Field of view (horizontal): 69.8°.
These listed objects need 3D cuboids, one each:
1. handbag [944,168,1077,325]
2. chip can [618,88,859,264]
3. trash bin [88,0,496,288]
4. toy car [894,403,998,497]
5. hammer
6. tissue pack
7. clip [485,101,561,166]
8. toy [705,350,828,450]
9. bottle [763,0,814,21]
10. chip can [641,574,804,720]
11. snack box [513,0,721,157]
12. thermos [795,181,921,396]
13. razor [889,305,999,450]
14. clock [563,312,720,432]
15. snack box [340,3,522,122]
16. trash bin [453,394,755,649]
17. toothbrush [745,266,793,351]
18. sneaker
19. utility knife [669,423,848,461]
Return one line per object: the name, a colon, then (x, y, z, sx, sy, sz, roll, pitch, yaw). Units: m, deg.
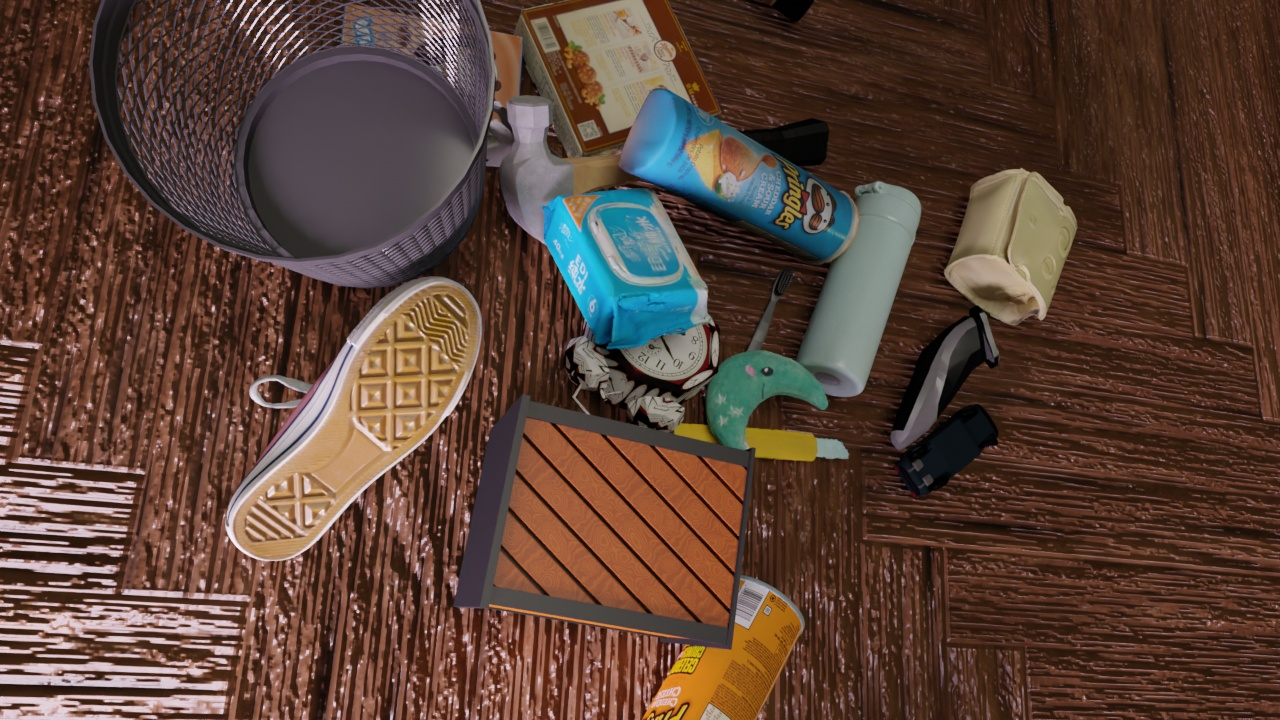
handbag: (0.370, -0.113, 0.905, 0.111, 0.081, 0.119, 35, 65, -20)
chip can: (0.087, -0.151, 0.781, 0.229, 0.080, 0.079, 19, 69, -37)
trash bin: (-0.205, -0.157, 0.623, 0.217, 0.227, 0.217, 0, 87, -7)
toy car: (0.284, 0.083, 0.849, 0.112, 0.034, 0.046, -32, 87, -22)
hammer: (0.033, -0.175, 0.809, 0.327, 0.039, 0.131, -15, 121, -28)
tissue pack: (-0.010, -0.076, 0.718, 0.092, 0.062, 0.144, -11, 61, -31)
clip: (-0.114, -0.191, 0.781, 0.058, 0.101, 0.050, 7, 78, 28)
toy: (0.101, 0.030, 0.787, 0.105, 0.033, 0.085, -32, 70, -14)
bottle: (0.096, -0.409, 0.903, 0.181, 0.059, 0.059, 31, 69, -8)
chip can: (0.043, 0.267, 0.678, 0.075, 0.075, 0.214, 41, 56, -4)
snack box: (-0.021, -0.261, 0.835, 0.146, 0.041, 0.143, -22, 84, -22)
thermos: (0.204, -0.070, 0.847, 0.078, 0.065, 0.206, 36, 66, -29)
razor: (0.277, 0.019, 0.856, 0.156, 0.057, 0.060, -43, 63, -15)
clock: (-0.004, 0.004, 0.755, 0.114, 0.065, 0.154, 36, 51, -4)
snack box: (-0.178, -0.244, 0.783, 0.151, 0.034, 0.087, 5, 75, -16)
trash bin: (-0.030, 0.125, 0.678, 0.171, 0.140, 0.139, 14, 72, -14)
toothbrush: (0.104, -0.015, 0.829, 0.013, 0.013, 0.167, 29, 72, -8)
sneaker: (-0.211, 0.035, 0.673, 0.241, 0.088, 0.118, -49, 118, -3)
utility knife: (0.103, 0.074, 0.801, 0.179, 0.017, 0.030, 5, 79, -13)
